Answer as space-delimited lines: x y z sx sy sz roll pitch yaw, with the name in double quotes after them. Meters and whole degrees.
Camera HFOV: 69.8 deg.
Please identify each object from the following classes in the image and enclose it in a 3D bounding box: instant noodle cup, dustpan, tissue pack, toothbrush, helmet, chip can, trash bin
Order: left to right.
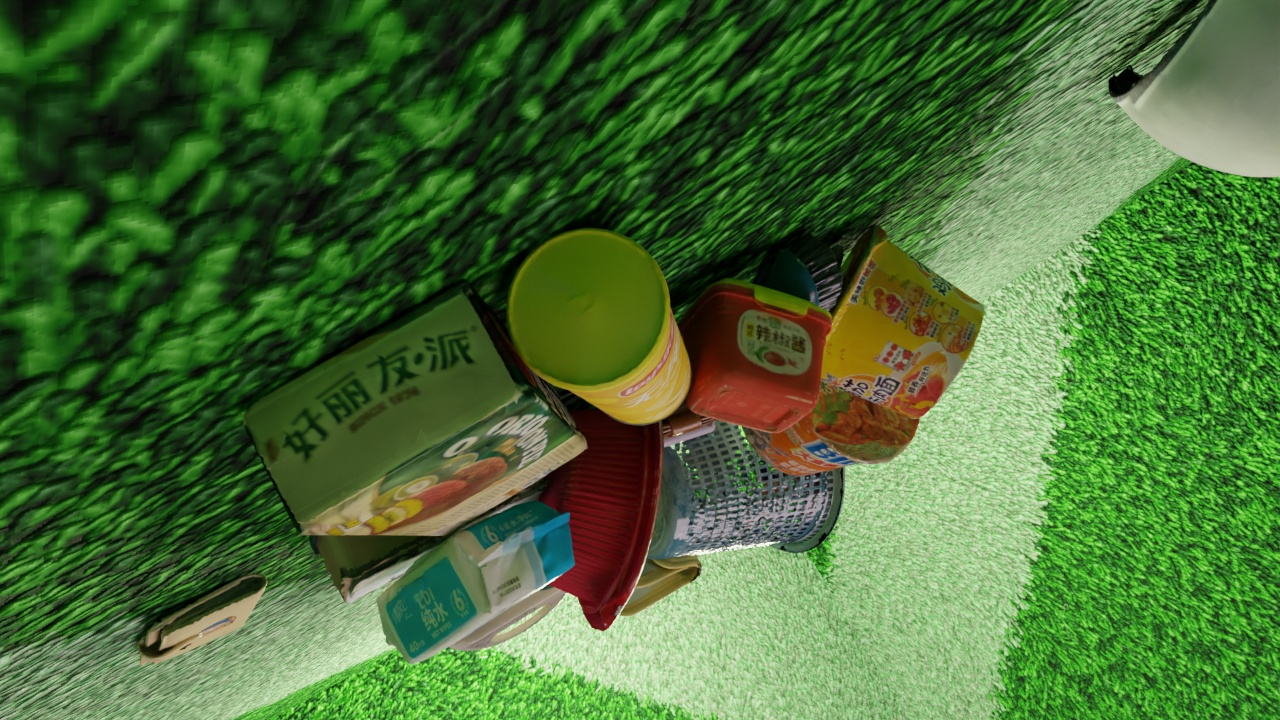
-0.117 0.152 0.645 0.140 0.063 0.089 -39 167 36 "tissue pack"
-0.158 0.258 1.117 0.222 0.139 0.274 -28 169 -18 "dustpan"
-0.045 0.111 0.731 0.065 0.193 0.194 13 152 -17 "instant noodle cup"
-0.012 -0.006 0.492 0.072 0.072 0.213 -31 169 0 "chip can"
-0.009 0.088 0.871 0.188 0.029 0.021 -16 149 -24 "toothbrush"
0.073 0.119 0.992 0.194 0.226 0.227 -9 159 -30 "trash bin"
0.171 0.039 0.872 0.151 0.151 0.112 -24 172 -33 "instant noodle cup"
0.202 -0.024 0.748 0.138 0.110 0.138 -61 176 -7 "instant noodle cup"
0.491 -0.225 0.644 0.273 0.157 0.230 -29 170 -11 "helmet"

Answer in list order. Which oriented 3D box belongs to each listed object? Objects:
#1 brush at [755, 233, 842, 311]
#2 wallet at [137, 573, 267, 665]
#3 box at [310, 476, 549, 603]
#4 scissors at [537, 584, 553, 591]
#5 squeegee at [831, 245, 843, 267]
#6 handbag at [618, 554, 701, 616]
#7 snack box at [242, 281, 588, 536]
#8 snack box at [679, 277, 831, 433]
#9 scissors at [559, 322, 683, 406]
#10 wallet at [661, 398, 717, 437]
0.103 -0.042 0.684 0.073 0.055 0.144 -31 170 -8 "brush"
-0.333 0.200 0.691 0.087 0.024 0.115 -21 167 -38 "wallet"
-0.163 0.118 0.695 0.183 0.059 0.090 -22 165 -31 "box"
-0.145 0.184 0.883 0.179 0.019 0.171 28 131 -24 "scissors"
0.105 -0.022 0.833 0.247 0.040 0.250 -20 164 -42 "squeegee"
0.002 0.192 1.061 0.178 0.163 0.063 -19 136 -34 "handbag"
-0.101 0.041 0.492 0.114 0.063 0.240 -31 169 -3 "snack box"
0.074 0.000 0.614 0.091 0.080 0.082 15 151 -16 "snack box"
0.000 -0.001 0.713 0.165 0.012 0.157 -20 166 -42 "scissors"
0.029 0.051 0.864 0.130 0.035 0.119 -17 -172 -12 "wallet"
